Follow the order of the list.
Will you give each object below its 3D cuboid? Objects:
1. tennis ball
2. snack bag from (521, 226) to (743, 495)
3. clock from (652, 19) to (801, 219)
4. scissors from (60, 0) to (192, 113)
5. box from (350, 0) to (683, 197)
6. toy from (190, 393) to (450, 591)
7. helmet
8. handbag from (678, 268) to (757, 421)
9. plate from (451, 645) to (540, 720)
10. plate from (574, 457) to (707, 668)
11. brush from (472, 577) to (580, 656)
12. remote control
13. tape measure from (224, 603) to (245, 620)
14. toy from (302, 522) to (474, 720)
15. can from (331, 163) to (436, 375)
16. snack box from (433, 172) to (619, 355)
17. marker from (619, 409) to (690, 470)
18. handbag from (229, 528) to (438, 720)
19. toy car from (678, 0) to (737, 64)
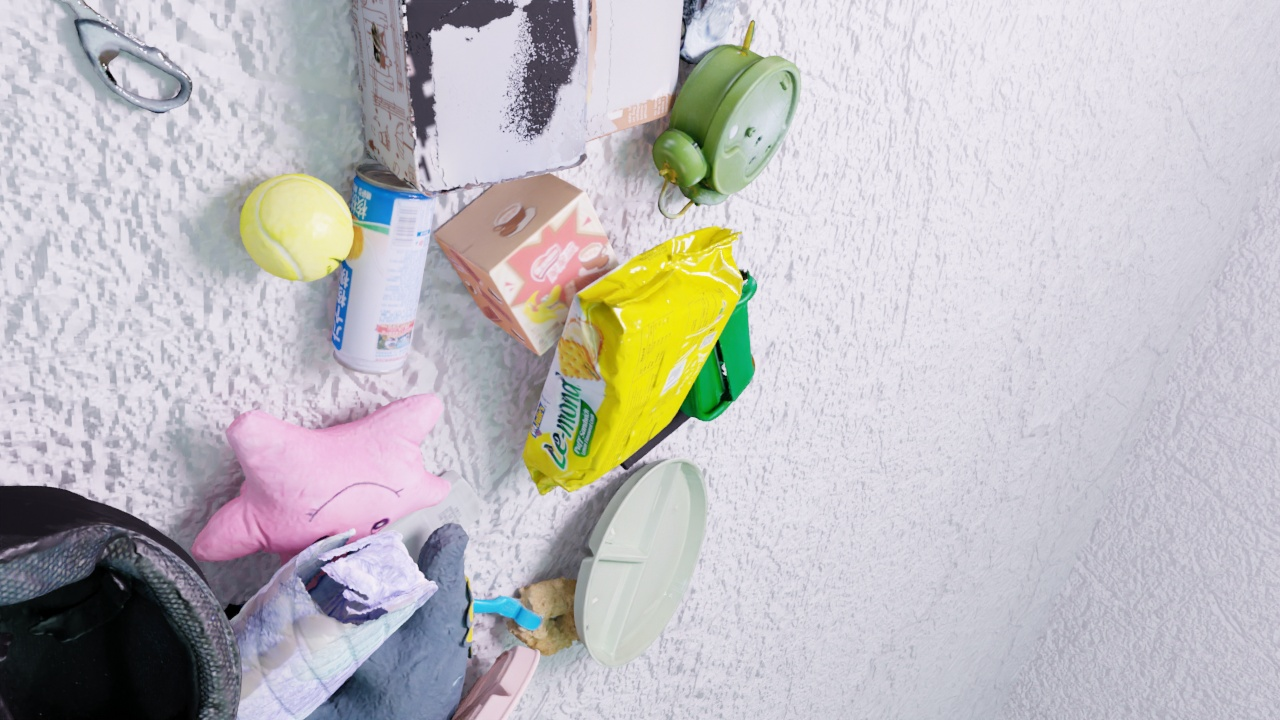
[{"bbox_3d":[-0.209,-0.081,0.560,0.065,0.065,0.066,-25,132,-32],"label":"tennis ball"},{"bbox_3d":[-0.004,0.004,0.752,0.157,0.068,0.247,-34,159,-38],"label":"snack bag"},{"bbox_3d":[0.066,-0.185,0.751,0.161,0.056,0.116,-57,158,7],"label":"clock"},{"bbox_3d":[-0.288,-0.194,0.442,0.159,0.014,0.177,-55,140,0],"label":"scissors"},{"bbox_3d":[-0.053,-0.224,0.603,0.261,0.088,0.178,-20,129,-34],"label":"box"},{"bbox_3d":[-0.220,0.101,0.670,0.194,0.074,0.179,-4,126,-45],"label":"toy"},{"bbox_3d":[-0.356,0.180,0.472,0.274,0.230,0.233,-6,95,-27],"label":"helmet"},{"bbox_3d":[0.065,-0.015,0.888,0.120,0.068,0.131,-37,137,-32],"label":"handbag"},{"bbox_3d":[-0.173,0.352,0.833,0.229,0.028,0.229,-51,-179,1],"label":"plate"},{"bbox_3d":[0.003,0.208,0.962,0.229,0.027,0.230,-34,133,-46],"label":"plate"},{"bbox_3d":[-0.140,0.233,0.869,0.254,0.046,0.083,26,98,-46],"label":"brush"},{"bbox_3d":[-0.202,0.151,0.763,0.149,0.021,0.058,-36,137,-22],"label":"remote control"},{"bbox_3d":[-0.306,0.213,0.699,0.054,0.025,0.058,-38,138,-19],"label":"tape measure"},{"bbox_3d":[-0.230,0.295,0.777,0.356,0.091,0.138,-50,130,1],"label":"toy"},{"bbox_3d":[-0.174,-0.060,0.619,0.053,0.053,0.135,-6,121,-43],"label":"can"},{"bbox_3d":[-0.080,-0.076,0.683,0.092,0.077,0.094,-43,139,-15],"label":"snack box"},{"bbox_3d":[0.029,0.064,0.937,0.131,0.020,0.022,-38,144,-19],"label":"marker"},{"bbox_3d":[-0.243,0.199,0.631,0.194,0.075,0.134,-44,168,14],"label":"handbag"},{"bbox_3d":[0.055,-0.282,0.712,0.048,0.031,0.106,-11,125,-40],"label":"toy car"}]
